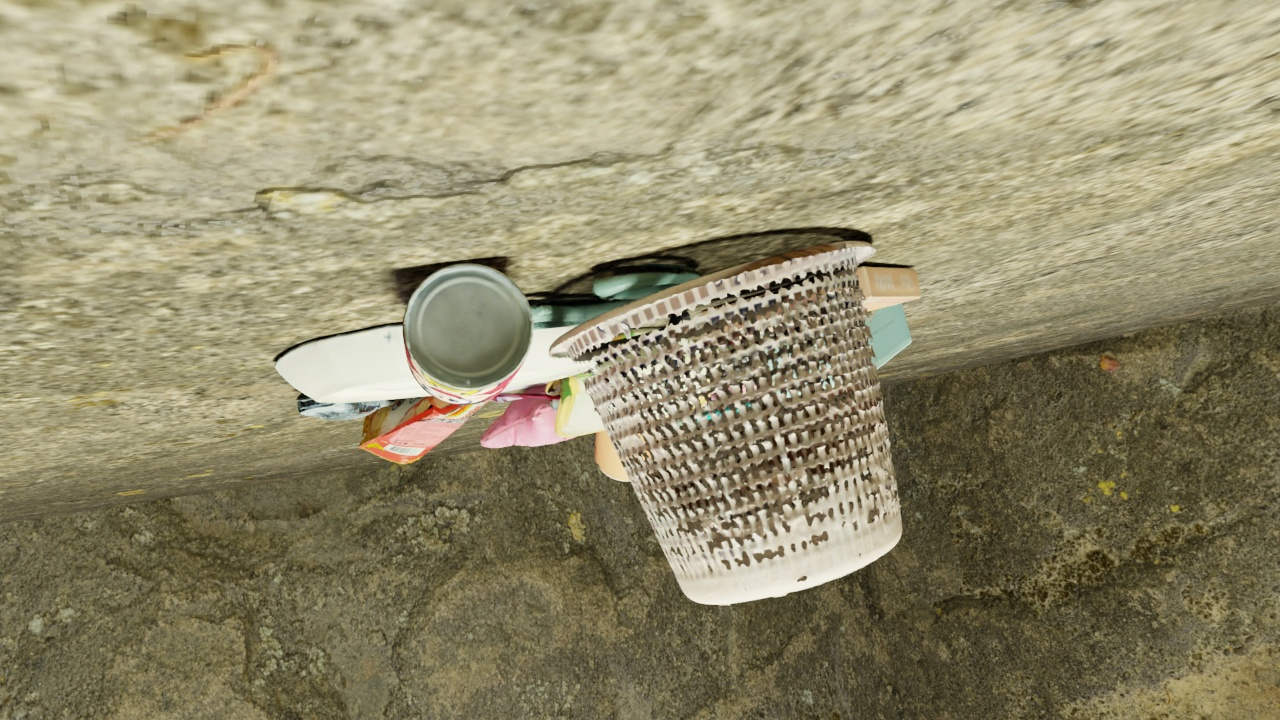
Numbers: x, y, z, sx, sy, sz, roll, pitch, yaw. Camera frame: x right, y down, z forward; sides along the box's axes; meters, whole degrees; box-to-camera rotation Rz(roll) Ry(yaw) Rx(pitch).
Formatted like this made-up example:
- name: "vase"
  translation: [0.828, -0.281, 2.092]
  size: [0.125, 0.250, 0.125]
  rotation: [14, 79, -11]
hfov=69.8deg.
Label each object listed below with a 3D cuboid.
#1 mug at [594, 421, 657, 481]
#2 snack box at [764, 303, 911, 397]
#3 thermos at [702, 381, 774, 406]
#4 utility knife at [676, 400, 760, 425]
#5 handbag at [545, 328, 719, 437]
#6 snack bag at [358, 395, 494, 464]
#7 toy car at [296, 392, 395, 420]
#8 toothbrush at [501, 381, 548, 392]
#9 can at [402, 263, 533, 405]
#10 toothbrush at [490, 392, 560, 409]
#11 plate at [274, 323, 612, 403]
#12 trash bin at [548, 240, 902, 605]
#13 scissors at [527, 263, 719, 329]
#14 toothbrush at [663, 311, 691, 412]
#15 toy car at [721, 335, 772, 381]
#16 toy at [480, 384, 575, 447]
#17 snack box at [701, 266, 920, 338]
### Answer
- name: "mug"
  translation: [-0.016, 0.072, 1.027]
  size: [0.078, 0.078, 0.123]
  rotation: [-9, 143, -5]
- name: "snack box"
  translation: [0.182, -0.015, 0.829]
  size: [0.074, 0.051, 0.174]
  rotation: [-13, -175, 34]
- name: "thermos"
  translation: [0.101, 0.011, 1.061]
  size: [0.198, 0.067, 0.087]
  rotation: [-10, 151, 3]
- name: "utility knife"
  translation: [0.096, 0.055, 1.034]
  size: [0.029, 0.013, 0.208]
  rotation: [-16, 175, 32]
- name: "handbag"
  translation: [-0.005, 0.005, 0.885]
  size: [0.163, 0.063, 0.179]
  rotation: [-11, 158, -15]
- name: "snack bag"
  translation: [-0.193, 0.046, 0.896]
  size: [0.128, 0.073, 0.208]
  rotation: [-24, 180, -43]
- name: "toy car"
  translation: [-0.271, 0.039, 0.855]
  size: [0.049, 0.031, 0.105]
  rotation: [-10, 176, 22]
- name: "toothbrush"
  translation: [-0.117, 0.024, 1.023]
  size: [0.189, 0.029, 0.021]
  rotation: [-9, 132, 2]
- name: "can"
  translation: [-0.096, -0.011, 0.504]
  size: [0.066, 0.066, 0.094]
  rotation: [-8, 174, -14]
- name: "toothbrush"
  translation: [-0.155, 0.043, 0.991]
  size: [0.188, 0.017, 0.016]
  rotation: [0, -170, 19]
- name: "plate"
  translation: [-0.139, 0.003, 0.709]
  size: [0.265, 0.034, 0.162]
  rotation: [-4, 172, -43]
- name: "trash bin"
  translation: [0.074, 0.047, 0.612]
  size: [0.227, 0.192, 0.227]
  rotation: [-17, 176, -1]
- name: "scissors"
  translation: [-0.018, -0.038, 0.616]
  size: [0.169, 0.019, 0.177]
  rotation: [-13, 176, 19]
- name: "toothbrush"
  translation: [0.031, 0.005, 0.830]
  size: [0.016, 0.014, 0.190]
  rotation: [-22, 155, -12]
- name: "toy car"
  translation: [0.123, -0.010, 0.939]
  size: [0.121, 0.053, 0.045]
  rotation: [-8, -146, 27]
- name: "toy"
  translation: [-0.091, 0.056, 1.076]
  size: [0.179, 0.074, 0.194]
  rotation: [-24, 178, 17]
- name: "snack box"
  translation: [0.136, -0.045, 0.747]
  size: [0.158, 0.026, 0.084]
  rotation: [-15, 172, 41]
